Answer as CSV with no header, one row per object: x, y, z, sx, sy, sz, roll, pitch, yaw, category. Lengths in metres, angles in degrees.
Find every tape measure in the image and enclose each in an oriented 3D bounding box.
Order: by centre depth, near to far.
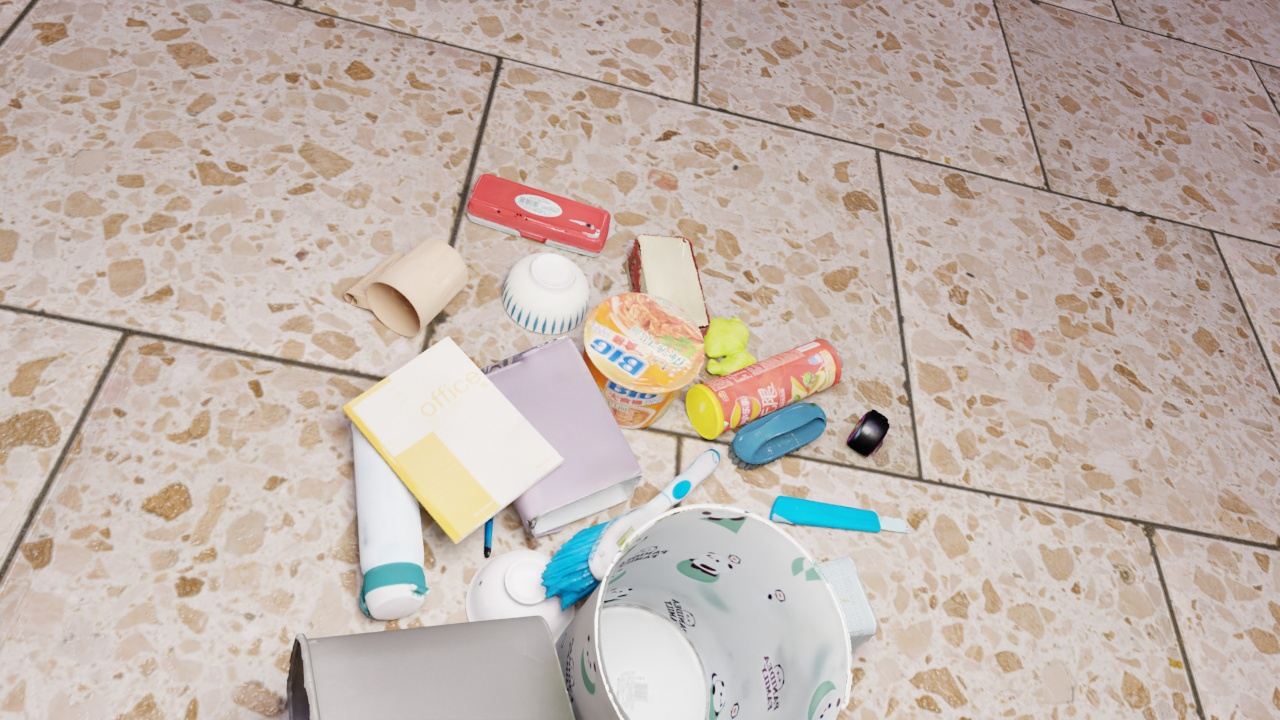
0.300,0.097,1.201,0.039,0.057,0.057,35,44,8,tape measure

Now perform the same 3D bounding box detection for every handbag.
-0.106,0.089,1.057,0.144,0.099,0.197,-17,65,-29,handbag

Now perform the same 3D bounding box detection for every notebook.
-0.203,0.080,0.992,0.145,0.010,0.206,-37,68,-22,notebook

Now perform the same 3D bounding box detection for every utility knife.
0.249,0.195,1.139,0.185,0.018,0.034,10,64,-10,utility knife

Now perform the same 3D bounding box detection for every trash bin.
-0.185,0.336,0.808,0.219,0.200,0.198,-4,57,-27,trash bin
0.029,0.283,0.847,0.229,0.253,0.229,10,58,-18,trash bin

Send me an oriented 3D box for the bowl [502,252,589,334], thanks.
-0.121,-0.099,1.213,0.116,0.066,0.116,8,54,-11,bowl

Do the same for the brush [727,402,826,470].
0.179,0.089,1.161,0.143,0.074,0.055,-20,67,-28,brush

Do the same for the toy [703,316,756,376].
0.117,-0.018,1.247,0.096,0.031,0.100,-30,68,-30,toy

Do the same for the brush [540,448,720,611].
0.002,0.178,1.037,0.060,0.110,0.313,59,26,-1,brush

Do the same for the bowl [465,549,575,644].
-0.122,0.244,0.965,0.118,0.065,0.118,8,54,-11,bowl

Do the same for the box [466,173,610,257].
-0.143,-0.206,1.307,0.201,0.048,0.086,16,51,-5,box

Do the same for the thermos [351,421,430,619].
-0.271,0.162,0.981,0.073,0.073,0.224,-3,56,-18,thermos

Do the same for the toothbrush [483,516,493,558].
-0.174,0.138,1.057,0.016,0.014,0.189,34,41,-42,toothbrush

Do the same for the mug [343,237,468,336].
-0.295,-0.097,1.161,0.125,0.084,0.103,13,46,27,mug

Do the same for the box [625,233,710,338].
0.036,-0.097,1.251,0.091,0.077,0.168,1,54,-17,box

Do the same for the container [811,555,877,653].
0.184,0.279,1.017,0.111,0.090,0.089,-5,56,-16,container

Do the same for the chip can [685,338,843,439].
0.164,0.033,1.198,0.216,0.073,0.073,-21,63,-28,chip can

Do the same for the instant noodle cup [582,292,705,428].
-0.007,0.007,1.141,0.151,0.112,0.151,8,53,-11,instant noodle cup
